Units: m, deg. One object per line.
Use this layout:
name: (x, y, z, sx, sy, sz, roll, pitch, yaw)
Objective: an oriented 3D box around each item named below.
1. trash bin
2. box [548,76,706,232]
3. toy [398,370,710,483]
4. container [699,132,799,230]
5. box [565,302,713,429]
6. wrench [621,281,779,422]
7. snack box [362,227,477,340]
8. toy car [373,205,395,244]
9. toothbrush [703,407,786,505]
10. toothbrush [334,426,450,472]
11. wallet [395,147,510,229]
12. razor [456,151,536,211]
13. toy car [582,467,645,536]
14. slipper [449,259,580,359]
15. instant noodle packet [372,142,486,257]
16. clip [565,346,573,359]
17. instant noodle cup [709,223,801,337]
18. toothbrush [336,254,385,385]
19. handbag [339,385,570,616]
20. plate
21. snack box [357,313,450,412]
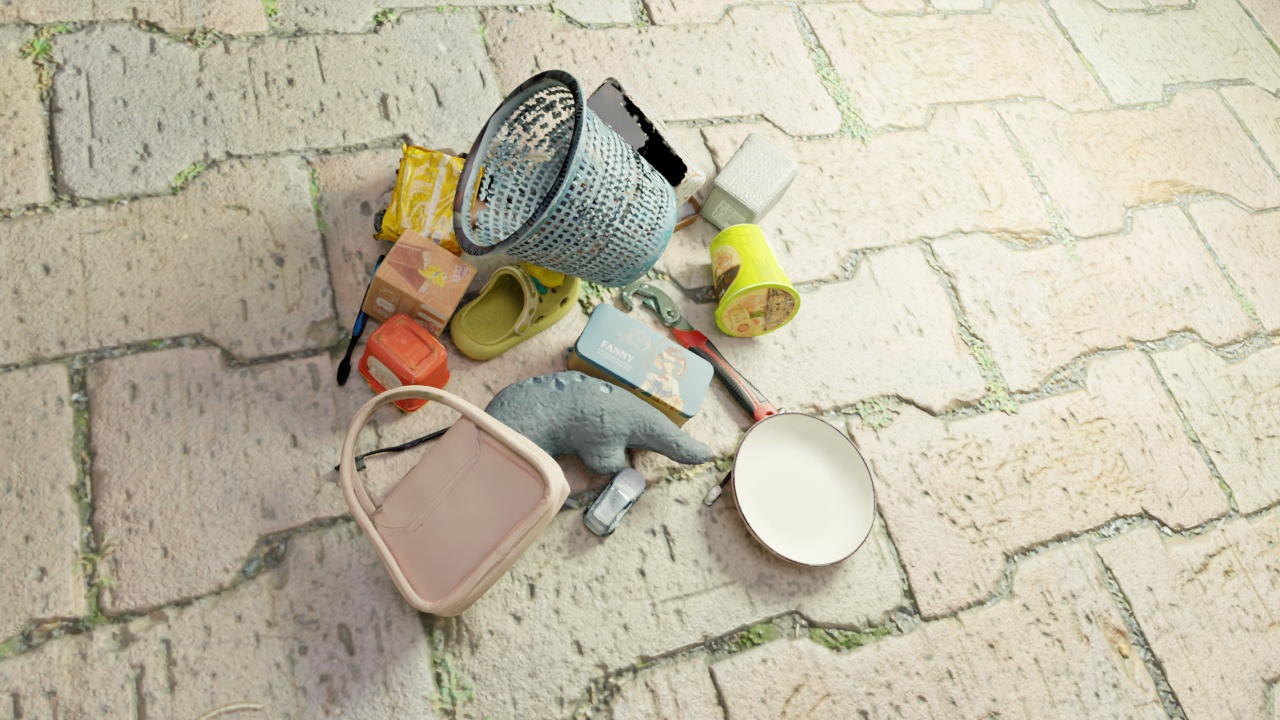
trash bin: (-0.074, -0.186, 1.064, 0.195, 0.227, 0.226, 26, 52, -39)
box: (-0.005, -0.257, 1.254, 0.182, 0.153, 0.177, 53, 21, 10)
toy: (-0.098, 0.082, 1.043, 0.356, 0.091, 0.137, -8, 78, -14)
container: (0.149, -0.241, 1.296, 0.090, 0.090, 0.114, 37, 61, 5)
box: (-0.007, 0.007, 1.118, 0.184, 0.061, 0.089, 29, 55, -11)
wrench: (0.082, -0.008, 1.187, 0.273, 0.016, 0.056, 43, 59, 11)
snack box: (-0.258, -0.083, 1.071, 0.094, 0.093, 0.076, 31, 57, -10)
toy car: (-0.283, -0.169, 1.151, 0.105, 0.031, 0.049, -14, 65, -39)
toothbrush: (0.133, 0.115, 1.141, 0.015, 0.018, 0.180, 37, 56, 13)
toothbrush: (-0.250, 0.092, 1.034, 0.188, 0.014, 0.016, -19, 77, -26)
wallet: (-0.240, -0.220, 1.181, 0.124, 0.032, 0.101, 46, 38, 6)
razor: (-0.163, -0.222, 1.193, 0.167, 0.062, 0.067, 24, 16, -16)
toy car: (-0.029, 0.160, 1.055, 0.043, 0.034, 0.090, 37, 57, 8)
slipper: (-0.146, -0.075, 1.119, 0.091, 0.082, 0.190, 46, 62, 7)
instant noodle packet: (-0.250, -0.188, 1.104, 0.110, 0.044, 0.128, 15, 76, -7)
clip: (-0.066, 0.000, 1.141, 0.056, 0.014, 0.040, 18, 59, -7)
instant noodle cup: (0.142, -0.112, 1.219, 0.111, 0.112, 0.123, 0, 54, -17)
toothbrush: (-0.330, -0.051, 1.088, 0.014, 0.016, 0.189, 9, 57, -2)
handbag: (-0.211, 0.125, 0.950, 0.234, 0.093, 0.193, 42, 85, 11)
plate: (0.194, 0.158, 1.117, 0.192, 0.039, 0.192, 8, 64, -16)
snack box: (-0.267, 0.001, 1.038, 0.091, 0.080, 0.081, 40, 59, 5)
